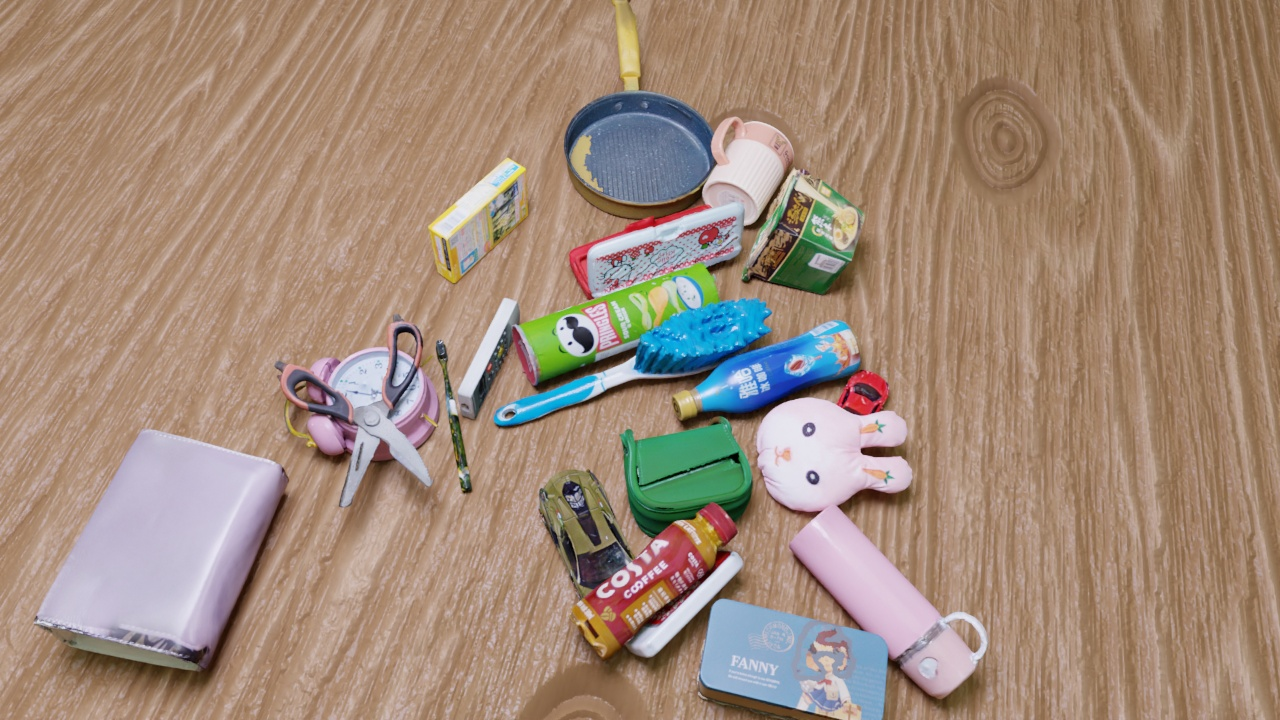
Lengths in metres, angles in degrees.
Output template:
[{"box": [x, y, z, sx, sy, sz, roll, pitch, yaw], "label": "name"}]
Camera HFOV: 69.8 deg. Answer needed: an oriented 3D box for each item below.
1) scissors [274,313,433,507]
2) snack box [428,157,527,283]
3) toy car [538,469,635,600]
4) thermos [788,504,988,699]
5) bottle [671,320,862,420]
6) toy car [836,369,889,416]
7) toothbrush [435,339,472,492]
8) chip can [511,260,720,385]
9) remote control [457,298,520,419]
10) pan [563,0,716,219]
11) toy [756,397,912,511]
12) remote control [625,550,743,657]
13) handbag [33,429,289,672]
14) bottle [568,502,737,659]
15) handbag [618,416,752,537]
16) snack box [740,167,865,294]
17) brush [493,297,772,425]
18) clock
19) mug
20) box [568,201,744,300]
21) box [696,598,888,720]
[{"box": [-0.273, 0.044, 0.931, 0.222, 0.015, 0.188, 37, 63, 17], "label": "scissors"}, {"box": [-0.189, -0.166, 1.090, 0.034, 0.087, 0.140, 36, 63, 16], "label": "snack box"}, {"box": [-0.048, 0.181, 0.920, 0.070, 0.042, 0.158, -22, 66, -16], "label": "toy car"}, {"box": [0.241, 0.226, 0.888, 0.198, 0.087, 0.067, 46, 22, 23], "label": "thermos"}, {"box": [0.139, 0.017, 1.016, 0.218, 0.065, 0.065, -20, 62, -15], "label": "bottle"}, {"box": [0.242, 0.052, 1.023, 0.049, 0.031, 0.106, 30, 60, 12], "label": "toy car"}, {"box": [-0.204, 0.057, 0.996, 0.012, 0.017, 0.185, -10, 60, -13], "label": "toothbrush"}, {"box": [-0.024, -0.044, 1.038, 0.235, 0.072, 0.072, -20, 62, -16], "label": "chip can"}, {"box": [-0.165, -0.003, 1.012, 0.019, 0.056, 0.134, 18, 59, 6], "label": "remote control"}, {"box": [-0.009, -0.345, 1.215, 0.197, 0.078, 0.356, -4, 60, -7], "label": "pan"}, {"box": [0.203, 0.097, 0.966, 0.159, 0.054, 0.121, -6, 74, 6], "label": "toy"}, {"box": [0.042, 0.233, 0.886, 0.135, 0.056, 0.020, -39, 97, -23], "label": "remote control"}, {"box": [-0.436, 0.178, 0.861, 0.145, 0.099, 0.196, 11, 58, 4], "label": "handbag"}, {"box": [0.015, 0.204, 0.868, 0.174, 0.057, 0.057, -38, 68, -13], "label": "bottle"}, {"box": [0.048, 0.117, 0.954, 0.131, 0.068, 0.120, -9, 52, -8], "label": "handbag"}, {"box": [0.200, -0.146, 1.098, 0.105, 0.118, 0.117, 25, 60, -1], "label": "snack box"}, {"box": [-0.006, 0.006, 1.007, 0.314, 0.110, 0.060, -15, 69, -21], "label": "brush"}, {"box": [-0.295, 0.045, 0.972, 0.158, 0.060, 0.117, -9, 60, -7], "label": "clock"}, {"box": [0.127, -0.244, 1.147, 0.082, 0.114, 0.105, 2, 52, 43], "label": "mug"}, {"box": [0.020, -0.144, 1.084, 0.201, 0.102, 0.095, -20, 63, -16], "label": "box"}, {"box": [0.134, 0.286, 0.858, 0.184, 0.062, 0.089, 12, 58, 1], "label": "box"}]
